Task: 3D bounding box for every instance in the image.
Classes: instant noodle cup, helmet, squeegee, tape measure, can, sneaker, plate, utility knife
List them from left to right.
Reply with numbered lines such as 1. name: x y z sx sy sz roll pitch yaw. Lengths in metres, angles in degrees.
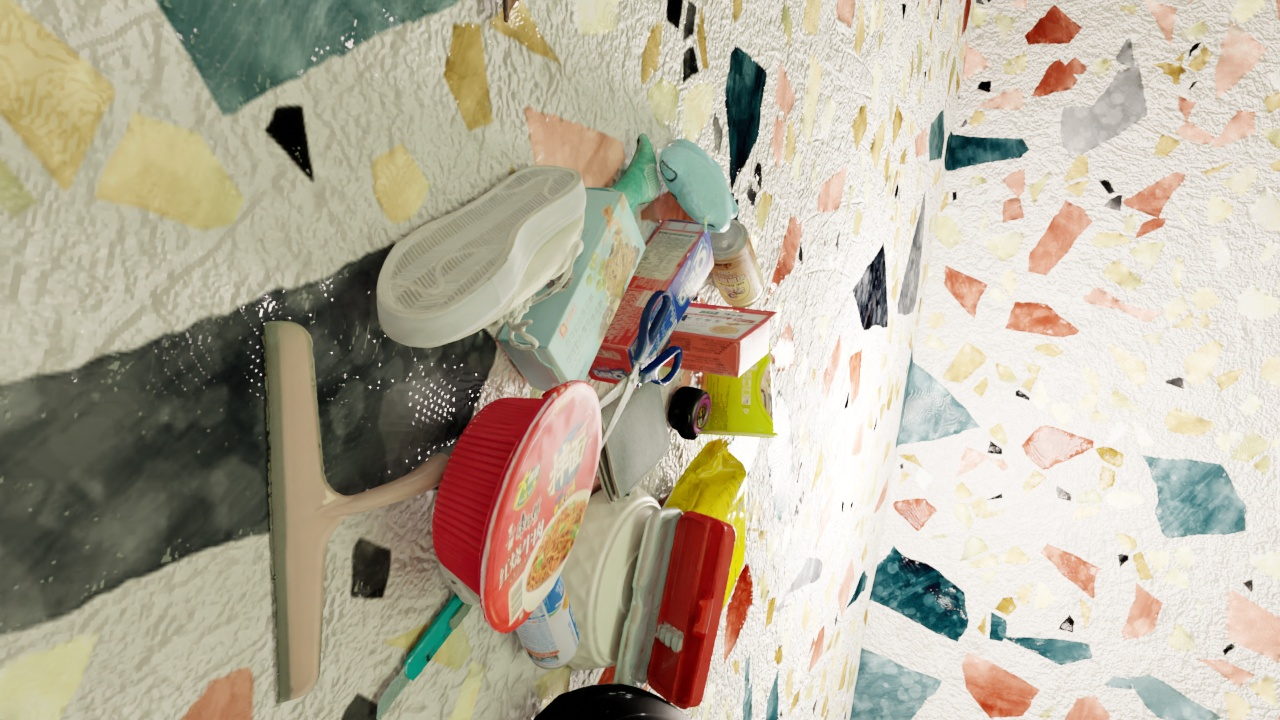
1. squeegee: -0.153 0.077 0.653 0.249 0.040 0.248 -24 120 -62
2. utility knife: -0.152 0.208 0.732 0.186 0.013 0.029 -52 143 -46
3. sneaker: -0.106 -0.058 0.657 0.241 0.089 0.091 -56 151 -53
4. instant noodle cup: -0.095 0.100 0.682 0.193 0.066 0.194 15 89 -75
5. can: -0.088 0.222 0.813 0.135 0.053 0.053 82 30 -46
6. plate: -0.025 0.230 0.976 0.204 0.046 0.205 -32 127 -58
7. helmet: -0.012 0.448 0.869 0.233 0.230 0.275 -21 125 -27
8. tape measure: 0.056 0.060 1.093 0.057 0.039 0.057 -66 152 -18
9. can: 0.114 -0.117 1.125 0.058 0.059 0.116 -69 153 -23
10. instant noodle cup: 0.121 0.034 1.152 0.111 0.112 0.123 13 79 -65

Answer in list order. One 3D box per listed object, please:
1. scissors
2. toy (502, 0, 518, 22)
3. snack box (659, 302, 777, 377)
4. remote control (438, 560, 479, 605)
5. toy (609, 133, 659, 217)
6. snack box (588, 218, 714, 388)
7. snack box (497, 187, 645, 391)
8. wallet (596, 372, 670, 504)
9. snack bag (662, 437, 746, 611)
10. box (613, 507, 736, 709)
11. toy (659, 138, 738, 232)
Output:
1. scissors: 0.000 0.012 0.852 0.163 0.012 0.162 23 81 -61
2. toy: -0.085 -0.349 0.578 0.226 0.090 0.247 -30 129 -67
3. snack box: 0.079 -0.025 1.018 0.126 0.113 0.044 -31 125 -58
4. remote control: -0.116 0.137 0.764 0.135 0.020 0.056 -55 128 -43
5. toy: -0.008 -0.157 0.885 0.091 0.030 0.096 -52 141 -39
6. snack box: 0.013 -0.063 0.930 0.206 0.058 0.057 -58 147 -38
7. snack box: -0.055 -0.061 0.792 0.074 0.052 0.174 65 42 -53
8. wallet: -0.013 0.079 0.955 0.129 0.037 0.106 -38 122 -57
9. snack bag: 0.082 0.229 1.157 0.157 0.068 0.247 -53 149 -43
10. box: 0.022 0.257 0.963 0.098 0.095 0.201 12 90 -36
11. toy: 0.062 -0.179 0.945 0.161 0.050 0.156 35 28 -45
